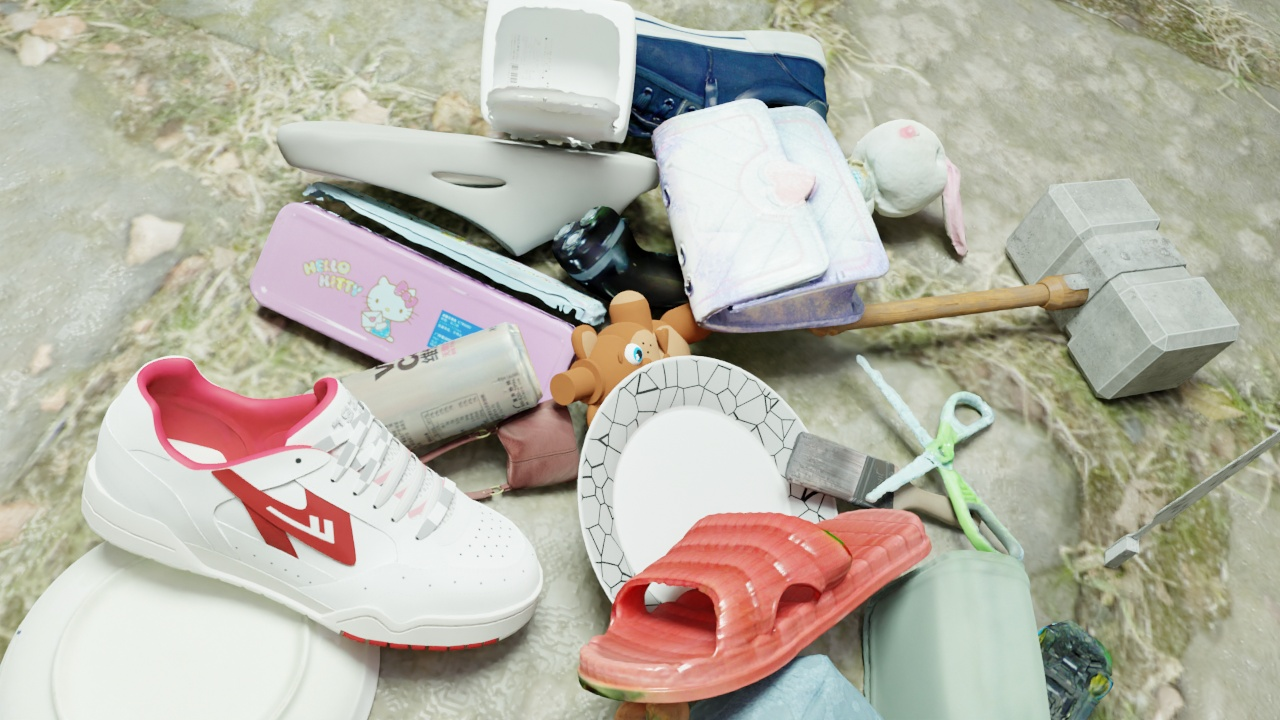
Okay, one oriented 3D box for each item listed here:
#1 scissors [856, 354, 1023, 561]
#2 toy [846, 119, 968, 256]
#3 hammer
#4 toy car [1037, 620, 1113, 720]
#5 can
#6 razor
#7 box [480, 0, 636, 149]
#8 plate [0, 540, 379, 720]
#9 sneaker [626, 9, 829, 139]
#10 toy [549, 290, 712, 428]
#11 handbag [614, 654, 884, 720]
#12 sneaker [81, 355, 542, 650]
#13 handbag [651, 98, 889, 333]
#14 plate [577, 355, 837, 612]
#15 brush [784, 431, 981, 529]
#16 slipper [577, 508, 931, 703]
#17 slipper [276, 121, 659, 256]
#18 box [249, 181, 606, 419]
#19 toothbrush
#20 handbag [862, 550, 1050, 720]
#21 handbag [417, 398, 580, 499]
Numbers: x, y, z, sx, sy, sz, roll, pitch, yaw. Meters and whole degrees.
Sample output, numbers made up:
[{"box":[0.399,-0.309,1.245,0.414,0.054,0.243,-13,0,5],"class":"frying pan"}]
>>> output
[{"box":[0.201,0.064,0.622,0.171,0.021,0.171,-21,71,-37],"class":"scissors"},{"box":[0.176,-0.148,0.728,0.205,0.106,0.131,-10,56,-22],"class":"toy"},{"box":[0.265,-0.045,0.690,0.317,0.083,0.162,-7,58,-19],"class":"hammer"},{"box":[0.238,0.202,0.544,0.048,0.032,0.105,40,62,13],"class":"toy car"},{"box":[-0.129,0.023,0.539,0.135,0.054,0.054,-19,61,-5],"class":"can"},{"box":[0.008,-0.067,0.648,0.140,0.064,0.053,11,17,-25],"class":"razor"},{"box":[-0.059,-0.196,0.617,0.109,0.134,0.107,6,99,1],"class":"box"},{"box":[-0.226,0.151,0.461,0.182,0.034,0.182,7,55,-10],"class":"plate"},{"box":[0.025,-0.204,0.739,0.294,0.121,0.127,0,73,-19],"class":"sneaker"},{"box":[-0.003,0.003,0.582,0.127,0.065,0.095,-18,98,-54],"class":"toy"},{"box":[0.024,0.211,0.425,0.118,0.122,0.191,49,60,-3],"class":"handbag"},{"box":[-0.152,0.065,0.470,0.236,0.104,0.090,22,25,-8],"class":"sneaker"},{"box":[0.082,-0.099,0.618,0.126,0.069,0.158,-6,60,-13],"class":"handbag"},{"box":[0.043,0.089,0.553,0.188,0.016,0.188,13,65,-29],"class":"plate"},{"box":[0.161,0.084,0.600,0.151,0.012,0.038,21,59,-15],"class":"brush"},{"box":[0.063,0.108,0.484,0.248,0.104,0.059,-14,93,-43],"class":"slipper"},{"box":[-0.116,-0.118,0.651,0.265,0.081,0.113,0,15,-27],"class":"slipper"},{"box":[-0.138,-0.040,0.620,0.214,0.091,0.092,24,95,2],"class":"box"},{"box":[0.331,0.088,0.554,0.010,0.182,0.010,17,56,4],"class":"toothbrush"},{"box":[0.175,0.179,0.500,0.067,0.106,0.121,14,54,-9],"class":"handbag"},{"box":[-0.097,0.063,0.552,0.119,0.055,0.029,-15,21,-16],"class":"handbag"}]
